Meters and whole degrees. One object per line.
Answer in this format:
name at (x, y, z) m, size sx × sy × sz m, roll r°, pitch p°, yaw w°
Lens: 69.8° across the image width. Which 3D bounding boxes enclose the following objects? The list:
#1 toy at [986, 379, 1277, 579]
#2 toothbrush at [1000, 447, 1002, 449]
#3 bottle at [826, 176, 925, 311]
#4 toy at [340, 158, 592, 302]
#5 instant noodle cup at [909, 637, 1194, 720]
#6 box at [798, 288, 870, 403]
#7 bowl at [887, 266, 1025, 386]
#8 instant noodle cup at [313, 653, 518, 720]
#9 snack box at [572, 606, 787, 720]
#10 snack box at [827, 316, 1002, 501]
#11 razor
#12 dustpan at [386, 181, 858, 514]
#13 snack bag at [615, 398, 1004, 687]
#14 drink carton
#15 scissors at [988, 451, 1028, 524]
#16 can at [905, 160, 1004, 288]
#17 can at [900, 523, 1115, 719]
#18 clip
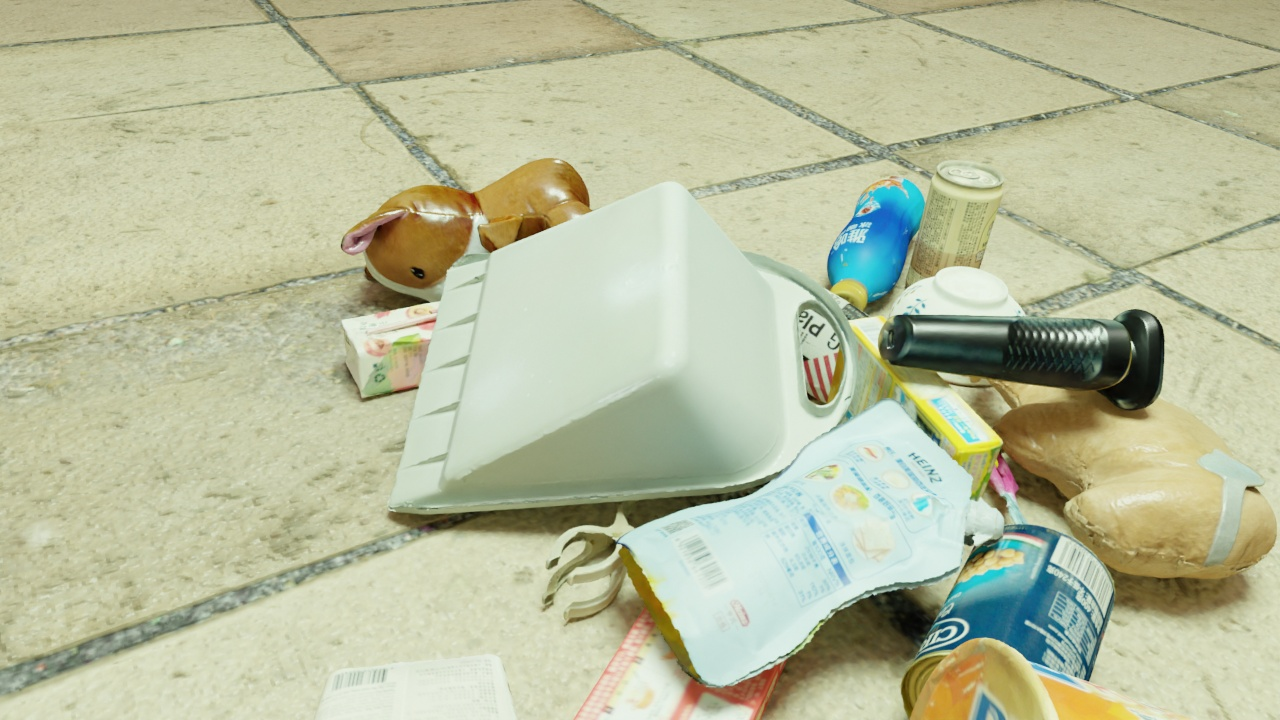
toy at (0.301, 0.052, 0.596) m, size 0.143 × 0.083 × 0.225 m, roll 9°, pitch 30°, yaw -17°
toothbrush at (0.280, 0.047, 0.655) m, size 0.191 × 0.018 × 0.016 m, roll -13°, pitch 38°, yaw -23°
bottle at (0.205, -0.098, 0.815) m, size 0.065 × 0.065 × 0.218 m, roll 16°, pitch 36°, yaw 17°
toy at (-0.135, -0.094, 0.749) m, size 0.199 × 0.140 × 0.130 m, roll -4°, pitch 77°, yaw -9°
instant noodle cup at (0.169, 0.190, 0.336) m, size 0.111 × 0.152 × 0.151 m, roll 13°, pitch 35°, yaw -1°
box at (0.115, -0.023, 0.713) m, size 0.087 × 0.076 × 0.163 m, roll -40°, pitch 53°, yaw -17°
bowl at (0.258, -0.036, 0.736) m, size 0.113 × 0.062 × 0.113 m, roll 3°, pitch 34°, yaw -2°
instant noodle cup at (-0.085, 0.185, 0.349) m, size 0.116 × 0.116 × 0.124 m, roll -3°, pitch 24°, yaw -10°
snack box at (0.021, 0.165, 0.453) m, size 0.075 × 0.025 × 0.152 m, roll 17°, pitch 37°, yaw 20°
snack box at (0.168, 0.044, 0.588) m, size 0.033 × 0.087 × 0.140 m, roll -6°, pitch 36°, yaw -14°
razor at (0.230, -0.006, 0.560) m, size 0.167 × 0.062 × 0.067 m, roll 4°, pitch -5°, yaw -2°
dustpan at (-0.004, 0.004, 0.604) m, size 0.258 × 0.142 × 0.222 m, roll -23°, pitch 43°, yaw 27°
snack bag at (0.091, 0.090, 0.482) m, size 0.190 × 0.039 × 0.110 m, roll -22°, pitch 37°, yaw -17°
drink carton at (-0.153, -0.015, 0.679) m, size 0.122 × 0.046 × 0.053 m, roll -13°, pitch 37°, yaw -24°
scissors at (0.231, 0.088, 0.571) m, size 0.113 × 0.017 × 0.134 m, roll 21°, pitch 37°, yaw -54°
can at (0.269, -0.108, 0.790) m, size 0.058 × 0.116 × 0.058 m, roll 3°, pitch 35°, yaw -2°
can at (0.187, 0.141, 0.459) m, size 0.075 × 0.075 × 0.110 m, roll 24°, pitch 39°, yaw 26°
clip at (-0.014, 0.110, 0.528) m, size 0.072 × 0.035 × 0.100 m, roll 26°, pitch 32°, yaw 29°
